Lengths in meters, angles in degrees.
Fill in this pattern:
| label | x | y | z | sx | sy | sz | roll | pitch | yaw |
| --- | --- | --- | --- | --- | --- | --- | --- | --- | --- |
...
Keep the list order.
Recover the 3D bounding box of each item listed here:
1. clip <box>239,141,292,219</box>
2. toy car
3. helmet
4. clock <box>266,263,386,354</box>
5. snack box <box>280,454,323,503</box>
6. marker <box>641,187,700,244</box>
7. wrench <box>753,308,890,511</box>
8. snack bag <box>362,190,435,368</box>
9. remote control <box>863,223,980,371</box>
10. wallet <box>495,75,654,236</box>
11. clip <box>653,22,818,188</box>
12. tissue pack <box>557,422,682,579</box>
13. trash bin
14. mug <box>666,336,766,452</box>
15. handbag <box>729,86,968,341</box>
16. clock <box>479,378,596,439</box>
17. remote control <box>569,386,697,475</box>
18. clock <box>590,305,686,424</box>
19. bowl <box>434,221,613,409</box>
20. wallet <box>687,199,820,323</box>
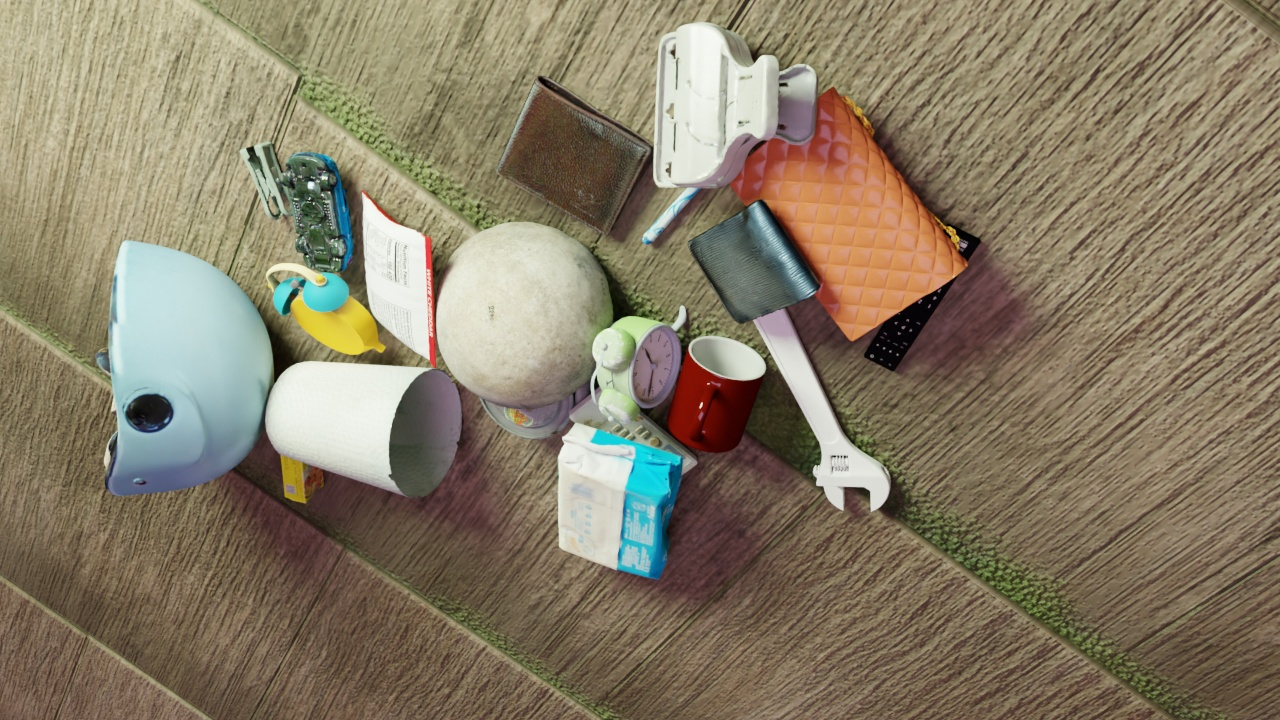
| label | x | y | z | sx | sy | sz | roll | pitch | yaw |
| --- | --- | --- | --- | --- | --- | --- | --- | --- | --- |
| clip | -0.369 | -0.177 | 0.912 | 0.045 | 0.023 | 0.076 | -8 | 112 | 24 |
| toy car | -0.313 | -0.145 | 0.897 | 0.056 | 0.043 | 0.120 | 8 | 122 | 14 |
| helmet | -0.468 | 0.005 | 0.944 | 0.166 | 0.225 | 0.266 | -4 | 124 | -22 |
| clock | -0.321 | -0.051 | 0.934 | 0.099 | 0.043 | 0.129 | -2 | 139 | 40 |
| snack box | -0.390 | 0.092 | 1.051 | 0.029 | 0.040 | 0.148 | 13 | 120 | 11 |
| marker | 0.047 | -0.149 | 0.795 | 0.013 | 0.013 | 0.142 | 42 | 121 | -6 |
| wrench | 0.156 | 0.029 | 0.852 | 0.066 | 0.018 | 0.273 | -21 | 108 | 26 |
| snack bag | -0.235 | -0.080 | 0.879 | 0.144 | 0.039 | 0.131 | 34 | 130 | 42 |
| remote control | 0.239 | -0.051 | 0.786 | 0.030 | 0.009 | 0.140 | 27 | 122 | 3 |
| wallet | -0.059 | -0.177 | 0.807 | 0.120 | 0.031 | 0.100 | 31 | 125 | -1 |
| clip | 0.062 | -0.196 | 0.708 | 0.144 | 0.075 | 0.125 | 12 | 106 | 45 |
| tissue pack | -0.022 | 0.140 | 0.910 | 0.117 | 0.065 | 0.210 | 16 | 143 | 10 |
| trash bin | -0.290 | 0.063 | 0.956 | 0.161 | 0.133 | 0.133 | 8 | 119 | 20 |
| mug | 0.064 | 0.038 | 0.834 | 0.073 | 0.105 | 0.083 | 21 | 121 | 9 |
| handbag | 0.168 | -0.119 | 0.739 | 0.109 | 0.060 | 0.172 | -36 | 93 | 37 |
| clock | -0.096 | 0.027 | 0.910 | 0.148 | 0.056 | 0.104 | 8 | 117 | 16 |
| remote control | -0.005 | 0.077 | 0.904 | 0.050 | 0.011 | 0.136 | -39 | 119 | 20 |
| clock | -0.005 | 0.005 | 0.842 | 0.043 | 0.119 | 0.094 | 14 | 121 | 35 |
| bowl | -0.120 | -0.040 | 0.834 | 0.179 | 0.081 | 0.178 | 2 | 95 | 16 |
| wallet | 0.090 | -0.079 | 0.766 | 0.089 | 0.026 | 0.115 | 56 | 153 | -6 |
